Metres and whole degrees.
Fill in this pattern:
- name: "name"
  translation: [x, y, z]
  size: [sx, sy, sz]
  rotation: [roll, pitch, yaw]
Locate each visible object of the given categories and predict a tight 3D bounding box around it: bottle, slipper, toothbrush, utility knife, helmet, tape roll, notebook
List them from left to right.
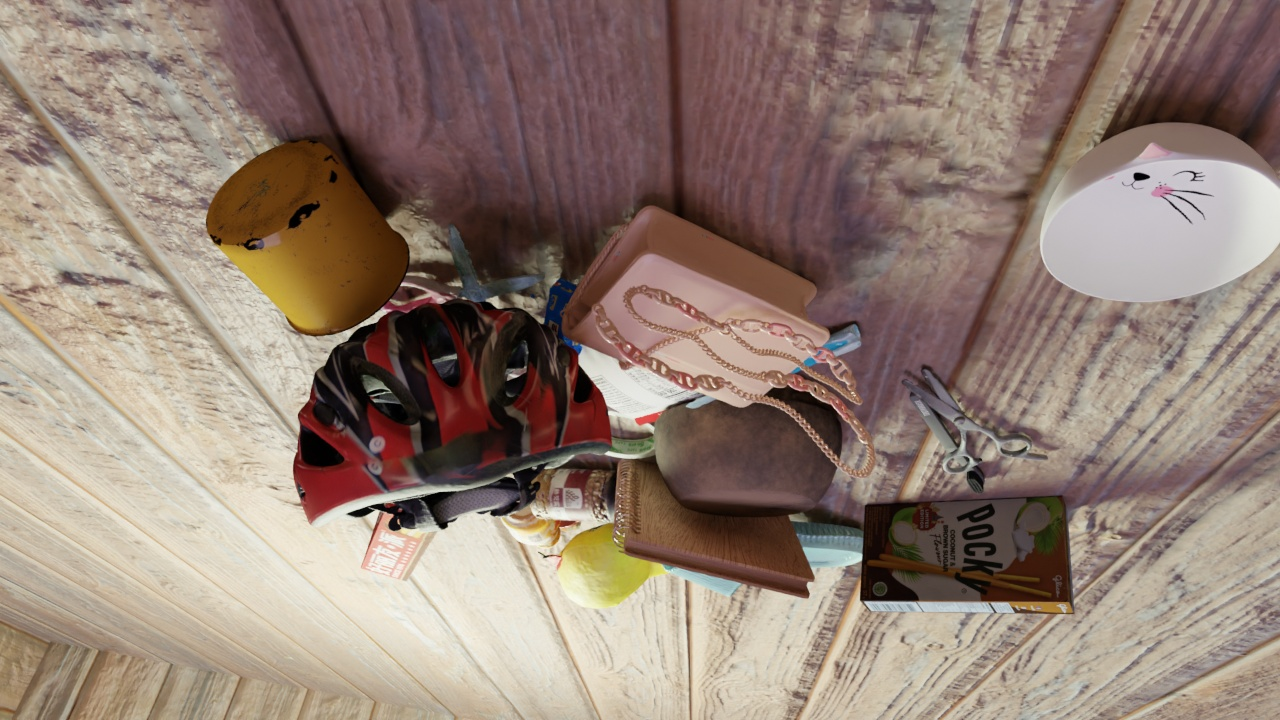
- name: "helmet"
  translation: [-0.134, 0.042, 0.646]
  size: [0.217, 0.167, 0.272]
  rotation: [-13, 179, -16]
- name: "bottle"
  translation: [-0.122, 0.184, 1.062]
  size: [0.063, 0.063, 0.109]
  rotation: [4, 151, 14]
- name: "bottle"
  translation: [-0.060, 0.144, 0.978]
  size: [0.105, 0.056, 0.056]
  rotation: [-1, 147, 21]
- name: "toothbrush"
  translation: [-0.032, 0.181, 1.072]
  size: [0.185, 0.015, 0.015]
  rotation: [-18, 141, 38]
- name: "tape roll"
  translation: [-0.021, 0.064, 0.873]
  size: [0.094, 0.018, 0.094]
  rotation: [9, 148, 5]
- name: "notebook"
  translation: [0.059, 0.147, 0.846]
  size: [0.169, 0.022, 0.210]
  rotation: [14, -169, -3]
- name: "slipper"
  translation: [0.119, 0.204, 0.971]
  size: [0.276, 0.069, 0.116]
  rotation: [8, 148, -14]
- name: "utility knife"
  translation: [0.100, 0.009, 0.705]
  size: [0.149, 0.015, 0.022]
  rotation: [-24, 140, 19]
- name: "toothbrush"
  translation: [0.267, 0.072, 0.792]
  size: [0.013, 0.013, 0.167]
  rotation: [-12, 139, 34]

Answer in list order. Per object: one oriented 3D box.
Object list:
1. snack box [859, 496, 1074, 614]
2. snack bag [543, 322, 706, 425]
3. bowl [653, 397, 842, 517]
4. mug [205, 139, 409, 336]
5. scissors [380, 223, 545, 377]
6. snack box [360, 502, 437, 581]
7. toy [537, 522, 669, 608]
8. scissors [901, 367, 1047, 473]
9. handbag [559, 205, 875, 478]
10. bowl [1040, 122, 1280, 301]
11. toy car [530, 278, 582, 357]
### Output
- name: "snack box"
  translation: [0.308, 0.187, 0.878]
  size: [0.186, 0.100, 0.031]
  rotation: [-8, 144, 30]
- name: "snack bag"
  translation: [-0.004, 0.004, 0.745]
  size: [0.131, 0.039, 0.144]
  rotation: [-19, 131, 43]
- name: "bowl"
  translation: [0.092, 0.089, 0.789]
  size: [0.162, 0.070, 0.162]
  rotation: [2, 160, 1]
- name: "mug"
  translation: [-0.235, -0.086, 0.628]
  size: [0.124, 0.100, 0.094]
  rotation: [11, 150, 29]
- name: "scissors"
  translation: [-0.130, -0.040, 0.735]
  size: [0.171, 0.013, 0.175]
  rotation: [-11, 133, 34]
- name: "snack box"
  translation: [-0.252, 0.158, 1.014]
  size: [0.060, 0.113, 0.237]
  rotation: [20, 148, -12]
- name: "toy"
  translation: [-0.011, 0.233, 1.072]
  size: [0.207, 0.092, 0.134]
  rotation: [-14, 162, -4]
- name: "scissors"
  translation: [0.276, 0.049, 0.750]
  size: [0.121, 0.014, 0.160]
  rotation: [-10, 136, 11]
- name: "handbag"
  translation: [0.028, 0.008, 0.595]
  size: [0.198, 0.186, 0.117]
  rotation: [22, 130, -24]
- name: "bowl"
  translation: [0.276, -0.085, 0.493]
  size: [0.115, 0.050, 0.115]
  rotation: [9, 149, 5]
- name: "toy car"
  translation: [-0.069, -0.026, 0.688]
  size: [0.033, 0.061, 0.092]
  rotation: [31, 132, 19]
